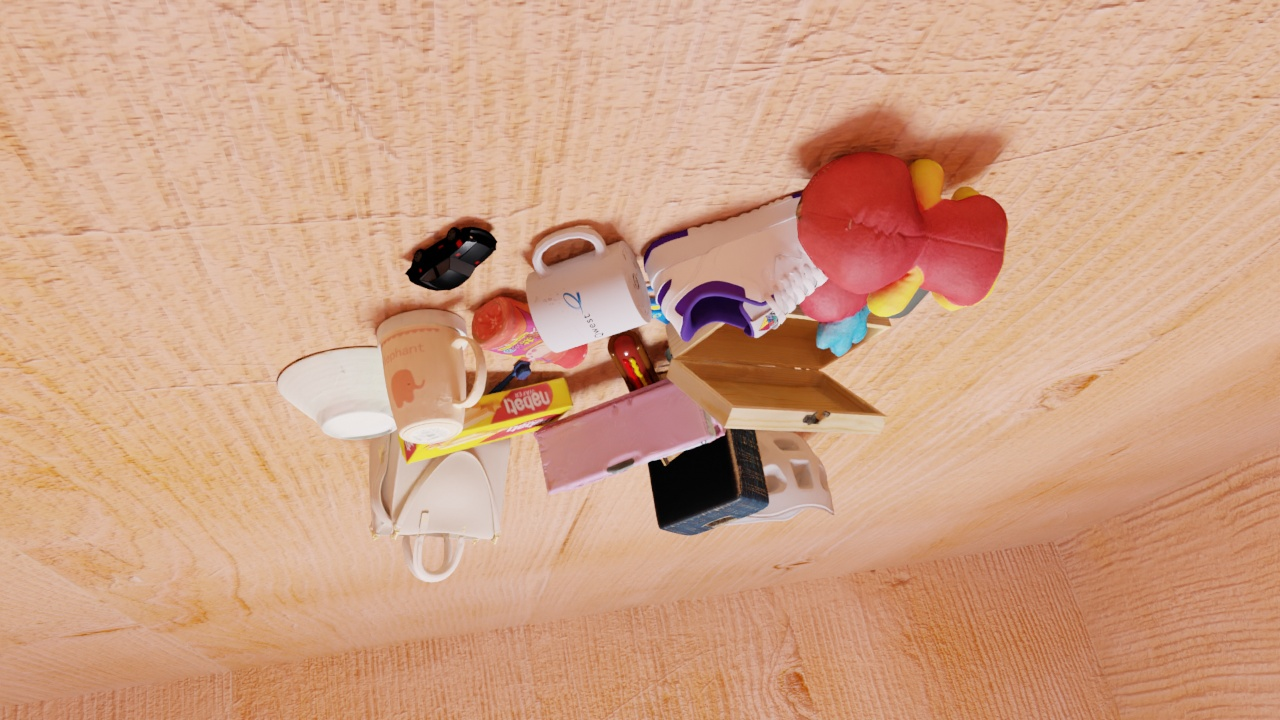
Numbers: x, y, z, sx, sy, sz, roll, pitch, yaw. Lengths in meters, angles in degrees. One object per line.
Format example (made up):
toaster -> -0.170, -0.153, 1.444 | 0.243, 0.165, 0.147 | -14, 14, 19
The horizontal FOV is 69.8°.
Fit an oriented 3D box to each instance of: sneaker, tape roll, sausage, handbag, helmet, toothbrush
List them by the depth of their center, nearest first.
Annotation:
sneaker -> 0.129, -0.083, 0.886 | 0.244, 0.111, 0.092 | -14, 157, 5
tape roll -> -0.231, -0.024, 0.972 | 0.094, 0.019, 0.094 | -9, 156, -4
sausage -> -0.007, 0.007, 1.119 | 0.040, 0.040, 0.156 | -14, 157, 6
toothbrush -> -0.184, 0.046, 1.156 | 0.016, 0.017, 0.191 | 5, 152, -34
handbag -> -0.264, 0.189, 1.206 | 0.101, 0.197, 0.194 | -12, 162, 42
helmet -> 0.177, 0.218, 1.500 | 0.224, 0.183, 0.283 | 6, 145, -23

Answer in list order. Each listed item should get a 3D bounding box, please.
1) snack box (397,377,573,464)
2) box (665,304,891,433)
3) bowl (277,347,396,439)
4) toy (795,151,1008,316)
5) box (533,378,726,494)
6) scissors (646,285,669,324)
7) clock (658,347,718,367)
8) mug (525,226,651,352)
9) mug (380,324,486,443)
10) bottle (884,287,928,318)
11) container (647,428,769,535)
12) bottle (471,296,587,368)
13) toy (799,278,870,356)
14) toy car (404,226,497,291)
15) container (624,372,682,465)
snack box -> -0.189, 0.073, 1.126 | 0.200, 0.042, 0.092 | -13, 164, -30
box -> 0.163, 0.000, 1.069 | 0.248, 0.179, 0.142 | 5, 171, -35
bowl -> -0.320, 0.049, 1.049 | 0.176, 0.057, 0.177 | -9, 156, -4
toy -> 0.236, -0.115, 0.828 | 0.216, 0.147, 0.099 | 8, 177, -27
box -> -0.019, 0.093, 1.117 | 0.233, 0.099, 0.080 | -20, -166, 18
scissors -> 0.010, -0.049, 1.030 | 0.109, 0.018, 0.131 | -21, 157, 19
clock -> 0.082, -0.005, 1.143 | 0.088, 0.042, 0.123 | -30, 156, 37
mug -> -0.056, -0.074, 0.879 | 0.096, 0.083, 0.120 | -17, 127, 14
mug -> -0.205, 0.022, 0.930 | 0.112, 0.104, 0.085 | -20, 156, 21
bottle -> 0.291, -0.093, 1.001 | 0.060, 0.060, 0.109 | -6, 156, -12
container -> 0.083, 0.129, 1.252 | 0.146, 0.187, 0.071 | -27, 149, 33
bottle -> -0.114, -0.026, 0.984 | 0.072, 0.048, 0.134 | -28, 152, 31
toy -> 0.215, -0.066, 0.993 | 0.092, 0.062, 0.133 | -27, 129, -8
toy car -> -0.170, -0.089, 0.831 | 0.092, 0.036, 0.042 | -25, 153, 30
container -> 0.031, 0.071, 1.207 | 0.061, 0.114, 0.063 | -25, 157, 0
